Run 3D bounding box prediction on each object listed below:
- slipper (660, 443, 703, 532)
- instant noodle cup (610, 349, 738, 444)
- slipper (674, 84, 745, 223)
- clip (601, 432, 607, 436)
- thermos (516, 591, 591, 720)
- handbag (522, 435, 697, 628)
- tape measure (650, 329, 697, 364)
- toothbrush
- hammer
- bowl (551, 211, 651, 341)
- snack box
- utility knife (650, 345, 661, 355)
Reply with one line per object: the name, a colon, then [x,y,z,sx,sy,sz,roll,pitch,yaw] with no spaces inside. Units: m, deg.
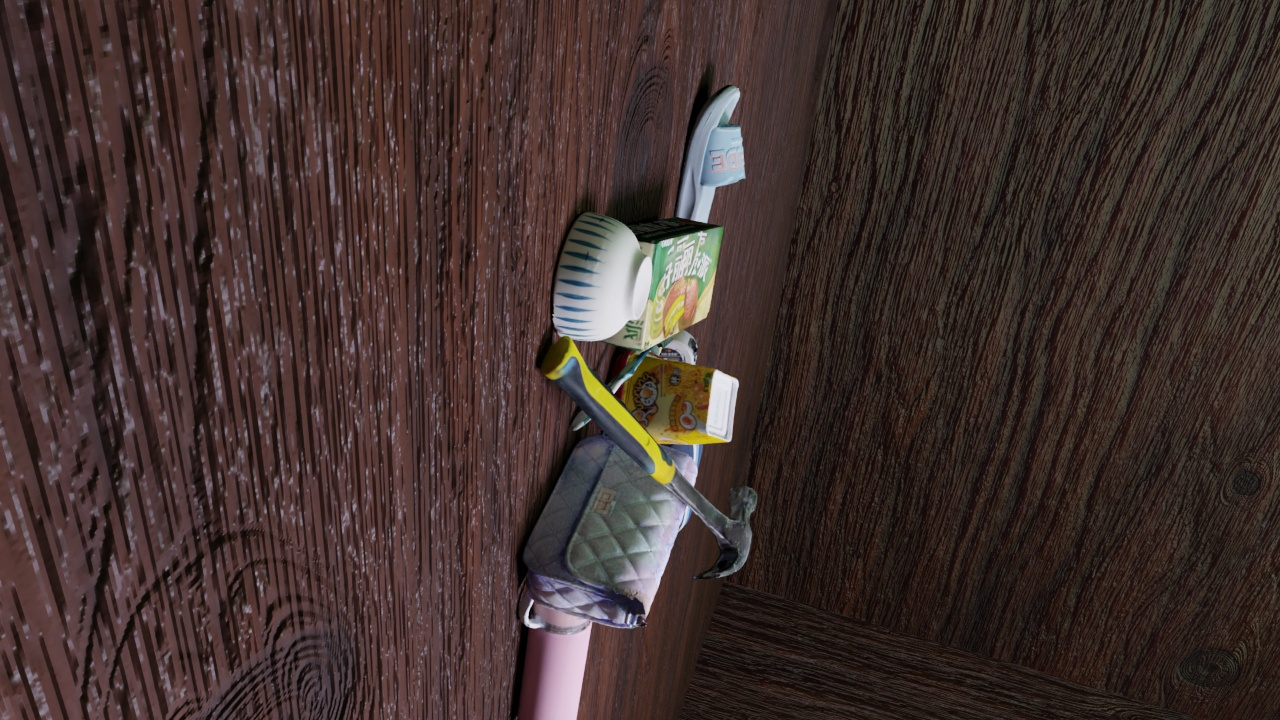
slipper: [0.018,0.152,1.237,0.095,0.105,0.253,-44,148,-37]
instant noodle cup: [0.040,0.049,1.065,0.116,0.124,0.116,23,72,-60]
slipper: [0.096,-0.235,1.200,0.103,0.074,0.246,-38,142,-70]
clip: [-0.033,0.075,1.089,0.026,0.041,0.058,28,75,-76]
thermos: [-0.096,0.311,0.967,0.087,0.067,0.199,-14,121,-43]
handbag: [-0.030,0.165,0.926,0.076,0.134,0.193,92,16,-45]
tape measure: [0.043,-0.011,1.226,0.033,0.066,0.066,-69,169,-49]
toothbrush: [-0.016,0.019,0.997,0.191,0.016,0.018,-46,131,-37]
hammer: [0.015,0.098,0.880,0.323,0.032,0.125,48,41,-32]
bowl: [-0.029,-0.071,0.827,0.116,0.066,0.116,14,89,-78]
snack box: [0.022,-0.090,1.004,0.239,0.063,0.114,-28,130,-66]
utility knife: [0.032,-0.072,1.199,0.197,0.021,0.031,-81,162,-47]
